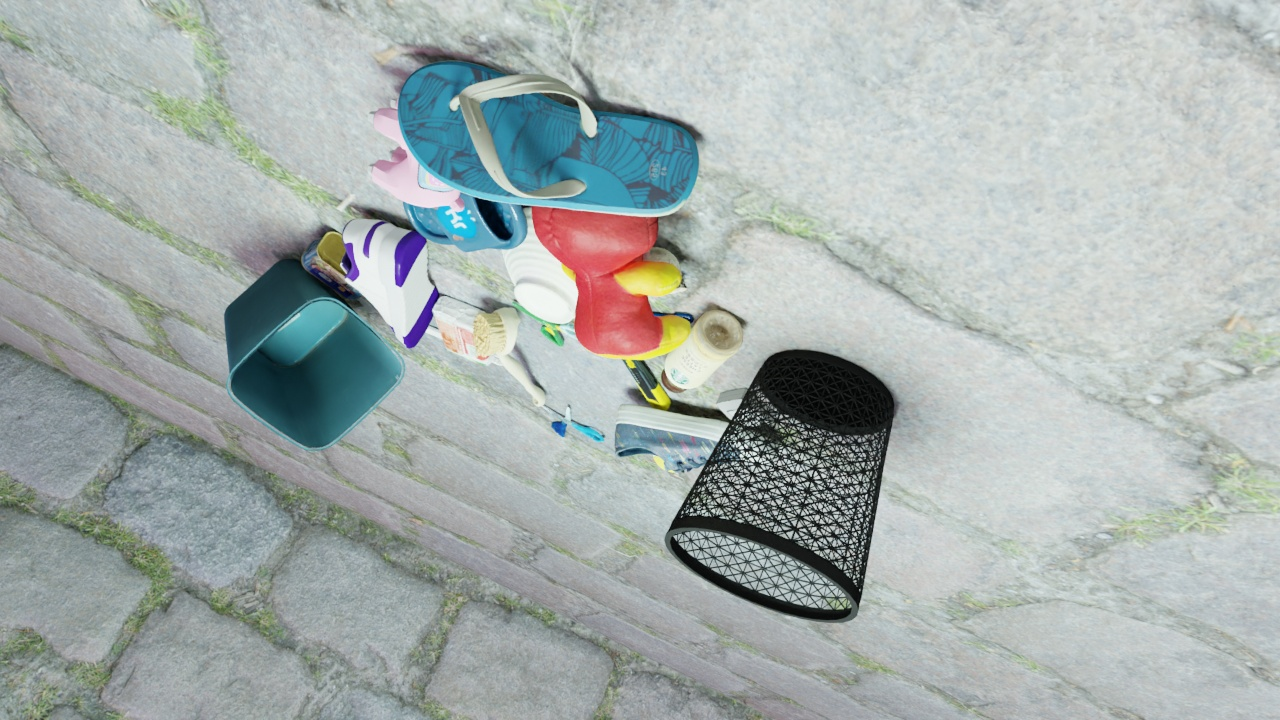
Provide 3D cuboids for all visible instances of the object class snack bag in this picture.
[{"bbox_3d":[-0.253,-0.042,1.328,0.077,0.036,0.116,21,154,10],"label":"snack bag"}]

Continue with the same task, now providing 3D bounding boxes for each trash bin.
[{"bbox_3d":[0.173,0.133,1.035,0.217,0.242,0.217,21,154,10],"label":"trash bin"},{"bbox_3d":[-0.495,-0.024,1.347,0.218,0.199,0.196,43,174,48],"label":"trash bin"}]

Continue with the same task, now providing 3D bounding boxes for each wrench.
[{"bbox_3d":[-0.331,-0.050,1.413,0.273,0.009,0.047,22,154,7],"label":"wrench"}]

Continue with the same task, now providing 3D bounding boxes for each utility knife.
[{"bbox_3d":[-0.007,0.007,1.221,0.029,0.020,0.203,5,147,32],"label":"utility knife"}]

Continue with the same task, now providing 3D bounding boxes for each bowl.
[{"bbox_3d":[-0.097,-0.092,1.056,0.177,0.070,0.177,20,154,10],"label":"bowl"}]

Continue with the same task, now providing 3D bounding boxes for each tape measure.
[{"bbox_3d":[0.135,0.063,1.195,0.060,0.020,0.062,39,151,-25],"label":"tape measure"}]

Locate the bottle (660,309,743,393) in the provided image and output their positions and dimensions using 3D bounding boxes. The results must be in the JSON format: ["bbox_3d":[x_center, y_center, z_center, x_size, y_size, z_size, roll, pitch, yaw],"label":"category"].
[{"bbox_3d":[0.066,-0.004,1.088,0.056,0.056,0.162,28,154,-6],"label":"bottle"}]

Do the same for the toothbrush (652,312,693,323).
[{"bbox_3d":[-0.020,-0.053,1.119,0.190,0.017,0.016,7,147,34],"label":"toothbrush"}]

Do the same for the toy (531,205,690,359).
[{"bbox_3d":[-0.034,-0.099,0.911,0.148,0.098,0.216,3,125,32],"label":"toy"}]

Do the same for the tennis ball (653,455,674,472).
[{"bbox_3d":[0.050,0.131,1.346,0.065,0.065,0.065,21,154,10],"label":"tennis ball"}]

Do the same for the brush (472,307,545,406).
[{"bbox_3d":[-0.182,0.006,1.333,0.077,0.062,0.272,-17,152,0],"label":"brush"}]

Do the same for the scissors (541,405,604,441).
[{"bbox_3d":[-0.120,0.105,1.508,0.127,0.014,0.134,32,155,-13],"label":"scissors"}]

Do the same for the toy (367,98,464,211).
[{"bbox_3d":[-0.190,-0.206,0.912,0.157,0.067,0.123,20,129,10],"label":"toy"}]

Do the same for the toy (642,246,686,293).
[{"bbox_3d":[0.008,-0.096,0.987,0.087,0.050,0.112,-1,139,42],"label":"toy"}]

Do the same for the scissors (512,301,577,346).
[{"bbox_3d":[-0.114,-0.047,1.207,0.131,0.011,0.125,23,160,22],"label":"scissors"}]

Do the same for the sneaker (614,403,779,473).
[{"bbox_3d":[0.072,0.121,1.266,0.236,0.079,0.087,11,165,18],"label":"sneaker"}]

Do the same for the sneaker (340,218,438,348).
[{"bbox_3d":[-0.347,-0.104,1.240,0.111,0.091,0.245,23,150,6],"label":"sneaker"}]

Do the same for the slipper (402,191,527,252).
[{"bbox_3d":[-0.200,-0.159,1.017,0.214,0.059,0.104,2,130,47],"label":"slipper"}]

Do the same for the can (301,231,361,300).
[{"bbox_3d":[-0.417,-0.132,1.287,0.100,0.053,0.059,40,149,-28],"label":"can"}]

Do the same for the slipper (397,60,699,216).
[{"bbox_3d":[-0.094,-0.194,0.816,0.295,0.118,0.060,15,-171,12],"label":"slipper"}]
